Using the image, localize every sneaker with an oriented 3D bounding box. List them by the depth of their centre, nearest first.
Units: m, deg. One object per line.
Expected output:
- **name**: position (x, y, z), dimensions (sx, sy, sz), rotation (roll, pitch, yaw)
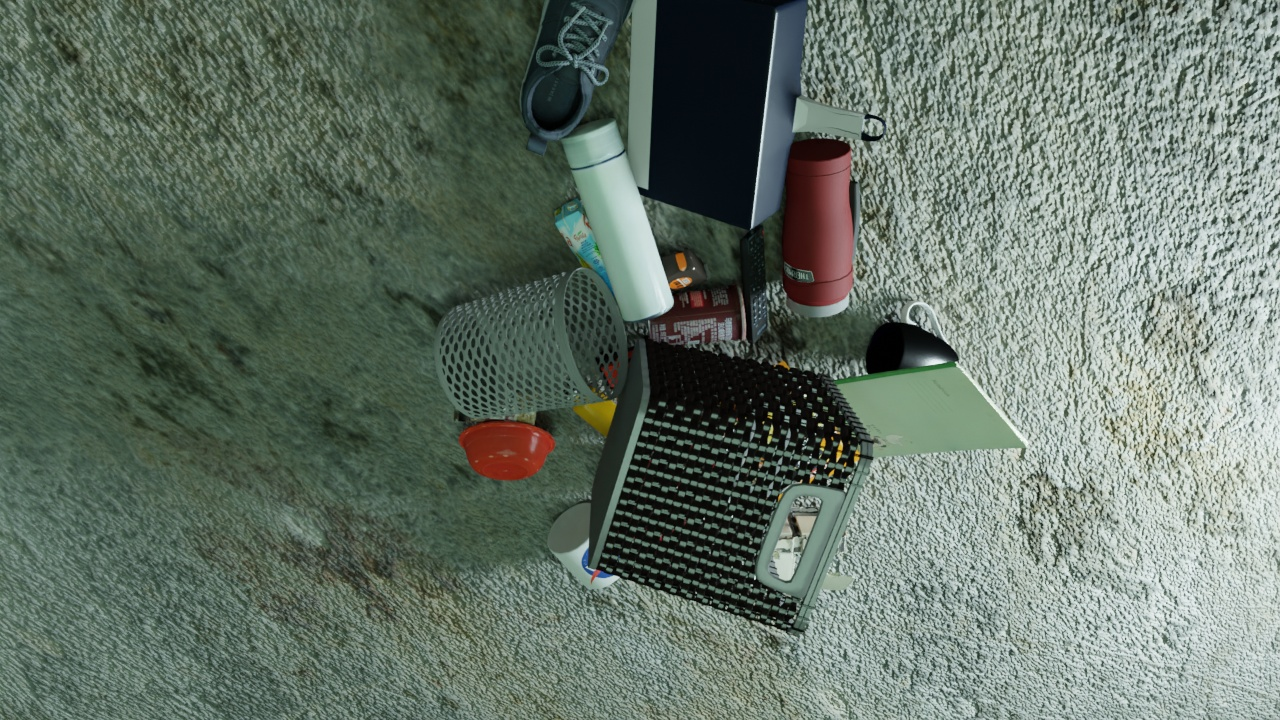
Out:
- **sneaker**: position (-0.066, -0.327, 0.946), dimensions (0.089, 0.087, 0.236), rotation (18, 121, -16)

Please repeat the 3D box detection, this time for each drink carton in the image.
- **drink carton**: position (-0.059, -0.133, 1.104), dimensions (0.039, 0.044, 0.129), rotation (-26, 123, 12)

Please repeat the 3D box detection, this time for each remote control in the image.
- **remote control**: position (0.140, -0.095, 1.153), dimensions (0.022, 0.047, 0.150), rotation (15, 129, 29)

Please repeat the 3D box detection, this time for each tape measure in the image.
- **tape measure**: position (0.047, -0.112, 1.128), dimensions (0.059, 0.038, 0.058), rotation (-22, 159, 18)

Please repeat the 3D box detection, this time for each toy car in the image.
- **toy car**: position (-0.007, 0.007, 1.199), dimensions (0.100, 0.048, 0.051), rotation (-19, 123, 8)

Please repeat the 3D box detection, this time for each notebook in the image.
- **notebook**: position (0.349, 0.071, 1.211), dimensions (0.182, 0.010, 0.253), rotation (42, 148, -27)

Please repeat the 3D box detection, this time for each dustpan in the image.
- **dustpan**: position (0.121, -0.268, 0.984), dimensions (0.273, 0.079, 0.237), rotation (23, 129, 28)

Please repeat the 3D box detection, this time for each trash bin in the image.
- **trash bin**: position (-0.131, -0.014, 1.093), dimensions (0.184, 0.156, 0.156), rotation (-12, 126, 23)

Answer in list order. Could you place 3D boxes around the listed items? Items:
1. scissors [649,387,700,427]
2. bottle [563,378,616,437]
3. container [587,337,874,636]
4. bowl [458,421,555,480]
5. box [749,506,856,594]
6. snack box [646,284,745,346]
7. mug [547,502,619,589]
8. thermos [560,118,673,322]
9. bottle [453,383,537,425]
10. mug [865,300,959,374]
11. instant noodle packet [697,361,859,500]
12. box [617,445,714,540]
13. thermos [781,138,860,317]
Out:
- **scissors**: position (0.045, 0.082, 1.262), dimensions (0.158, 0.012, 0.171), rotation (-21, 114, 21)
- **bottle**: position (-0.046, 0.077, 1.239), dimensions (0.143, 0.043, 0.043), rotation (41, 112, -17)
- **container**: position (0.087, 0.131, 1.067), dimensions (0.243, 0.245, 0.248), rotation (15, 108, -6)
- **bowl**: position (-0.181, 0.129, 1.235), dimensions (0.130, 0.045, 0.131), rotation (0, 151, 0)
- **box**: position (0.223, 0.298, 1.320), dimensions (0.143, 0.187, 0.105), rotation (0, 108, 1)
- **snack box**: position (0.068, -0.054, 1.153), dimensions (0.121, 0.072, 0.072), rotation (-7, 124, 0)
- **mug**: position (-0.064, 0.261, 1.350), dimensions (0.121, 0.091, 0.090), rotation (-47, 122, -16)
- **thermos**: position (-0.025, -0.158, 1.053), dimensions (0.068, 0.067, 0.230), rotation (-16, 114, 5)
- **bottle**: position (-0.191, 0.056, 1.211), dimensions (0.105, 0.056, 0.056), rotation (6, 123, -9)
- **mug**: position (0.366, -0.017, 1.208), dimensions (0.100, 0.085, 0.119), rotation (12, 93, -19)
- **instant noodle packet**: position (0.192, 0.110, 1.296), dimensions (0.160, 0.032, 0.221), rotation (-32, 121, 20)
- **box**: position (0.027, 0.182, 1.277), dimensions (0.157, 0.128, 0.087), rotation (2, 127, -5)
- **thermos**: position (0.220, -0.160, 1.096), dimensions (0.107, 0.084, 0.199), rotation (-27, 127, -28)
